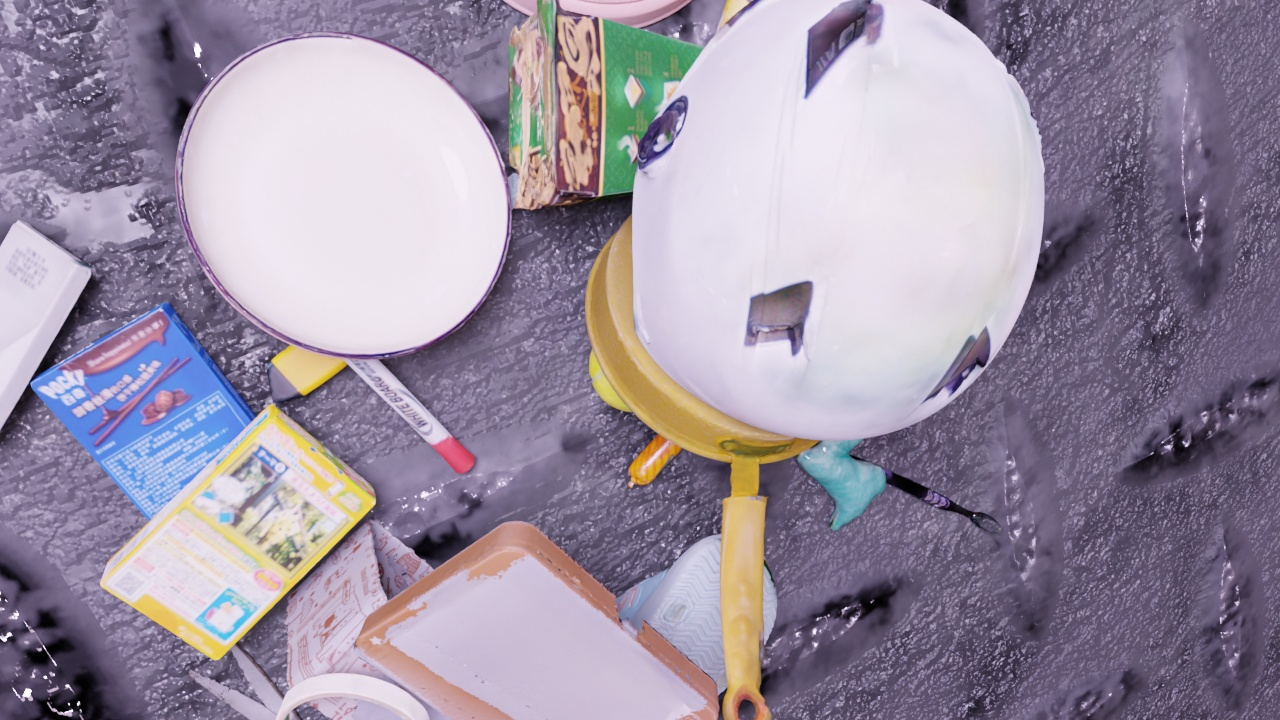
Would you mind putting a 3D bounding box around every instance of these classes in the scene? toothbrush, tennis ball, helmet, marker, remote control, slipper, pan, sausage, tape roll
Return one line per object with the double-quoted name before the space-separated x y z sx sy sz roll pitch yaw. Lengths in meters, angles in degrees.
"toothbrush" 0.251 0.119 0.800 0.189 0.017 0.014 25 99 -23
"tennis ball" -0.004 0.004 0.643 0.065 0.065 0.065 -5 105 -20
"helmet" 0.116 -0.072 0.485 0.229 0.146 0.259 14 101 -18
"marker" -0.156 0.026 0.599 0.017 0.017 0.145 -41 128 -7
"remote control" -0.359 -0.013 0.514 0.049 0.024 0.125 31 91 9
"slipper" 0.009 0.227 0.706 0.104 0.074 0.246 31 107 -26
"pan" 0.062 0.049 0.590 0.197 0.078 0.356 5 62 -18
"sausage" 0.047 0.034 0.695 0.165 0.021 0.021 -47 115 -4
"tape roll" -0.162 0.210 0.518 0.086 0.013 0.086 1 122 1

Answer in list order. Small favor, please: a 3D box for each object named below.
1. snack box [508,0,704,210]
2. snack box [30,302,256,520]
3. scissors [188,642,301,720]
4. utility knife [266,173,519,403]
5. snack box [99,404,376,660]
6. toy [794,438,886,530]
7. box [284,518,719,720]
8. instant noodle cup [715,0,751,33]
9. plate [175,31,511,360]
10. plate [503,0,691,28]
"snack box" -0.019 -0.151 0.562 0.105 0.118 0.117 -3 99 -19
"snack box" -0.283 0.051 0.569 0.084 0.026 0.157 -33 113 -10
"scissors" -0.243 0.271 0.650 0.164 0.014 0.164 9 99 -22
"utility knife" -0.153 -0.050 0.597 0.223 0.015 0.033 -41 98 -7
"snack box" -0.244 0.106 0.565 0.140 0.034 0.087 -45 115 -3
"toy" 0.168 0.087 0.748 0.096 0.030 0.092 -45 116 9
"box" -0.103 0.190 0.566 0.179 0.270 0.135 47 53 -23
"instant noodle cup" 0.094 -0.198 0.590 0.116 0.116 0.124 23 96 1
"plate" -0.171 -0.094 0.546 0.192 0.039 0.192 3 84 -32
"plate" -0.026 -0.325 0.570 0.229 0.028 0.230 -5 106 -20
